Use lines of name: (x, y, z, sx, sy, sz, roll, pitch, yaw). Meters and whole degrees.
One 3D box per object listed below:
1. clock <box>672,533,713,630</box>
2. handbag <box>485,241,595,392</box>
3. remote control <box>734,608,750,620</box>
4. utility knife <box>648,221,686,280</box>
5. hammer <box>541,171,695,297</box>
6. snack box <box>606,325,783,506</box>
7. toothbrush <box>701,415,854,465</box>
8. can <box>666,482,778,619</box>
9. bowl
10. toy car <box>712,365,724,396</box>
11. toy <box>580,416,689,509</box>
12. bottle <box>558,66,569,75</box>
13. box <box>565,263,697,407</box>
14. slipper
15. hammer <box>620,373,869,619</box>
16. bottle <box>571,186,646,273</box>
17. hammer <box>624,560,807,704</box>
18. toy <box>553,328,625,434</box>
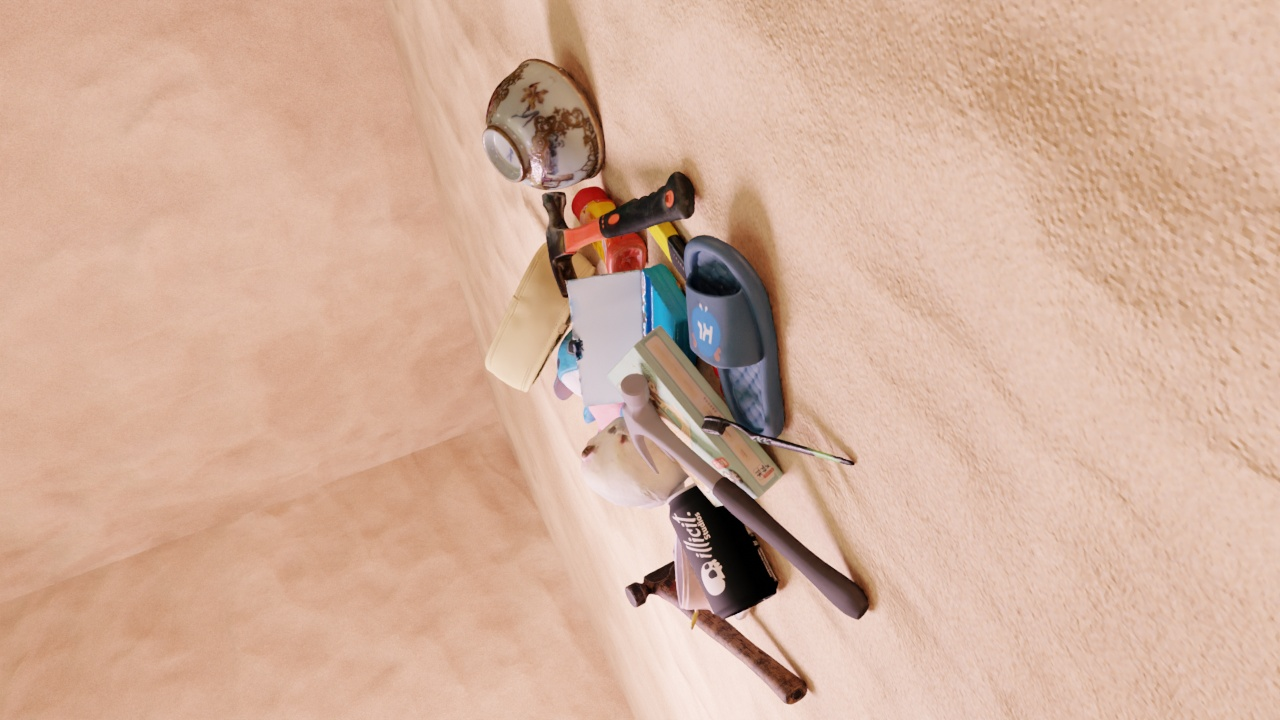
clock: (0.074, 0.246, 1.159, 0.157, 0.059, 0.117, -98, 7, -54)
handbag: (-0.143, -0.057, 1.362, 0.088, 0.233, 0.190, 30, -171, 4)
remote control: (0.126, 0.279, 1.132, 0.134, 0.022, 0.050, 94, 152, -59)
utility knife: (0.046, -0.096, 0.924, 0.029, 0.020, 0.174, 86, 160, -52)
hammer: (-0.032, -0.147, 0.997, 0.334, 0.033, 0.133, -6, 89, 63)
snack box: (0.052, 0.063, 0.959, 0.193, 0.044, 0.142, 51, 162, 2)
toothbrush: (0.115, 0.073, 0.810, 0.014, 0.017, 0.188, 34, 168, -34)
can: (0.092, 0.212, 1.044, 0.080, 0.080, 0.146, 104, 143, -66)
bowl: (-0.130, -0.266, 1.096, 0.160, 0.093, 0.160, 37, 151, 24)
toy car: (0.085, 0.007, 0.906, 0.038, 0.025, 0.089, -146, 38, -67)
toy: (0.008, 0.131, 1.091, 0.180, 0.139, 0.101, 62, -176, -56)
bottle: (-0.106, -0.314, 1.148, 0.110, 0.042, 0.042, 92, 154, -56)
box: (-0.007, 0.006, 1.069, 0.244, 0.113, 0.114, 88, 158, -51)
slipper: (0.077, -0.015, 0.824, 0.104, 0.059, 0.214, 34, 147, 55)
hammer: (0.092, 0.137, 0.884, 0.311, 0.029, 0.125, 40, 157, 29)
bottle: (-0.040, -0.157, 1.104, 0.072, 0.048, 0.134, 89, 157, -48)
hammer: (0.107, 0.344, 1.193, 0.331, 0.119, 0.033, 23, 134, 58)
toy: (-0.052, 0.026, 1.316, 0.191, 0.098, 0.225, 61, 149, 16)
